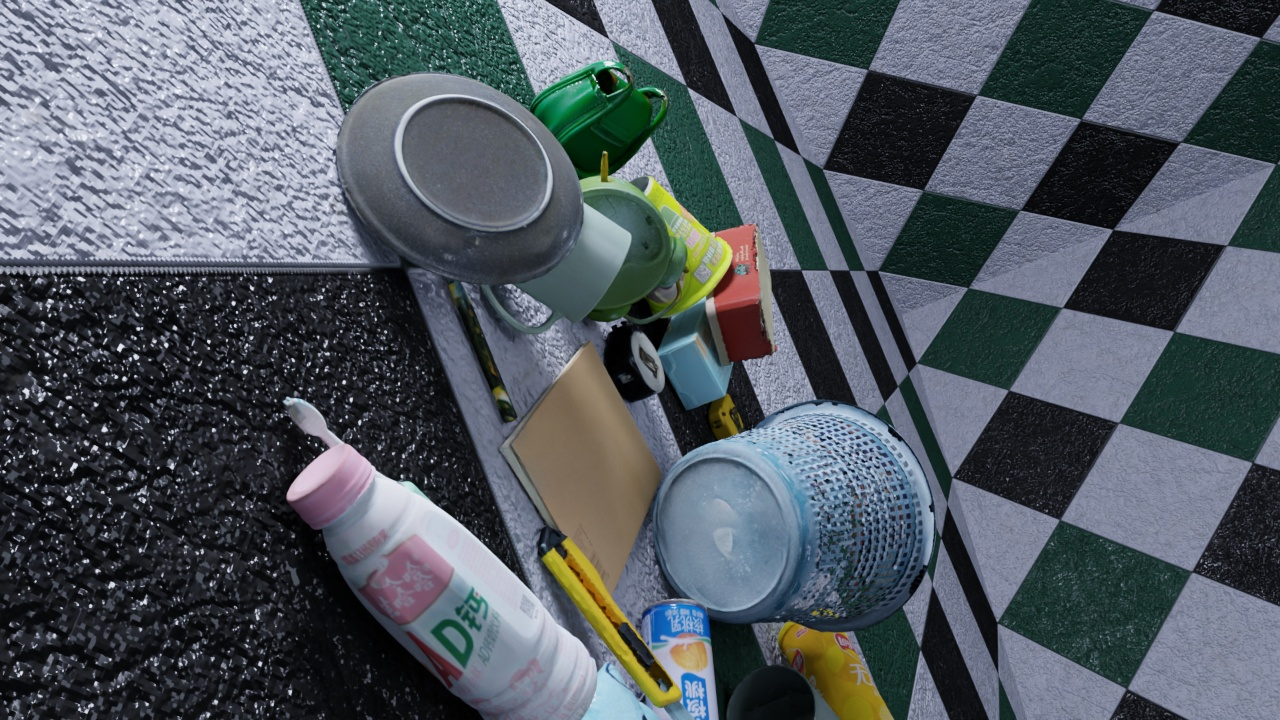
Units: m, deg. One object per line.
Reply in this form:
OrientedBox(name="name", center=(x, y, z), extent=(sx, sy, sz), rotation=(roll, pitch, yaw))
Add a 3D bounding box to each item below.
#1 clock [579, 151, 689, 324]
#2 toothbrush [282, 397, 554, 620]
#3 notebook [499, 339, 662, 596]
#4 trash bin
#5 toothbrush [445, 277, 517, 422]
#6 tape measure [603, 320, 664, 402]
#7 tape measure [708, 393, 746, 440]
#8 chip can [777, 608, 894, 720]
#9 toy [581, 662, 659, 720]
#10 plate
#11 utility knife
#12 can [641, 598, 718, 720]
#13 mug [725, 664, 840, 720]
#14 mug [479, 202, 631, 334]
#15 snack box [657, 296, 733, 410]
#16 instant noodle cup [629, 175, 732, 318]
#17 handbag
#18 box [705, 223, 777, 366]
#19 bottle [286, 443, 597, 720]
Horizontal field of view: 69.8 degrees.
OrientedBox(name="clock", center=(-0.024, -0.097, 0.828), extent=(0.161, 0.116, 0.056), rotation=(52, 16, -27))
OrientedBox(name="toothbrush", center=(-0.120, 0.097, 0.522), extent=(0.026, 0.027, 0.224), rotation=(-50, 124, -21))
OrientedBox(name="notebook", center=(-0.037, 0.085, 0.751), extent=(0.149, 0.012, 0.211), rotation=(62, 22, -14))
OrientedBox(name="trash bin", center=(0.123, 0.146, 0.831), extent=(0.194, 0.227, 0.226), rotation=(5, 63, -52))
OrientedBox(name="toothbrush", center=(-0.125, -0.043, 0.663), extent=(0.186, 0.017, 0.012), rotation=(68, 14, 2))
OrientedBox(name="tape measure", center=(-0.005, 0.005, 0.877), extent=(0.066, 0.034, 0.065), rotation=(50, 29, -36))
OrientedBox(name="tape measure", center=(0.103, 0.072, 1.071), extent=(0.057, 0.029, 0.059), rotation=(62, 22, -14))
OrientedBox(name="chip can", center=(0.204, 0.343, 0.892), extent=(0.072, 0.072, 0.213), rotation=(51, 8, -34))
OrientedBox(name="toy", center=(-0.017, 0.271, 0.560), extent=(0.156, 0.050, 0.161), rotation=(14, 57, -58))
OrientedBox(name="plate", center=(-0.117, -0.134, 0.638), extent=(0.179, 0.024, 0.179), rotation=(14, 59, -25))
OrientedBox(name="utility knife", center=(-0.003, 0.201, 0.637), extent=(0.215, 0.015, 0.033), rotation=(52, 31, 4))
OrientedBox(name="can", center=(0.030, 0.250, 0.683), extent=(0.053, 0.053, 0.134), rotation=(46, 29, -41))
OrientedBox(name="mug", center=(0.144, 0.338, 0.797), extent=(0.103, 0.083, 0.124), rotation=(52, -7, -39))
OrientedBox(name="mug", center=(-0.080, -0.079, 0.711), extent=(0.106, 0.111, 0.082), rotation=(31, -5, -17))
OrientedBox(name="snack box", center=(0.069, -0.018, 1.049), extent=(0.074, 0.052, 0.174), rotation=(61, 22, -17))
OrientedBox(name="instant noodle cup", center=(0.018, -0.127, 0.978), extent=(0.123, 0.112, 0.111), rotation=(47, 28, -26))
OrientedBox(name="handbag", center=(-0.039, -0.246, 0.934), extent=(0.131, 0.120, 0.068), rotation=(3, 60, -64))
OrientedBox(name="box", center=(0.120, -0.077, 1.026), extent=(0.168, 0.077, 0.091), rotation=(-83, 158, -52))
OrientedBox(name="bottle", center=(-0.102, 0.125, 0.486), extent=(0.197, 0.068, 0.068), rotation=(53, 25, -23))
